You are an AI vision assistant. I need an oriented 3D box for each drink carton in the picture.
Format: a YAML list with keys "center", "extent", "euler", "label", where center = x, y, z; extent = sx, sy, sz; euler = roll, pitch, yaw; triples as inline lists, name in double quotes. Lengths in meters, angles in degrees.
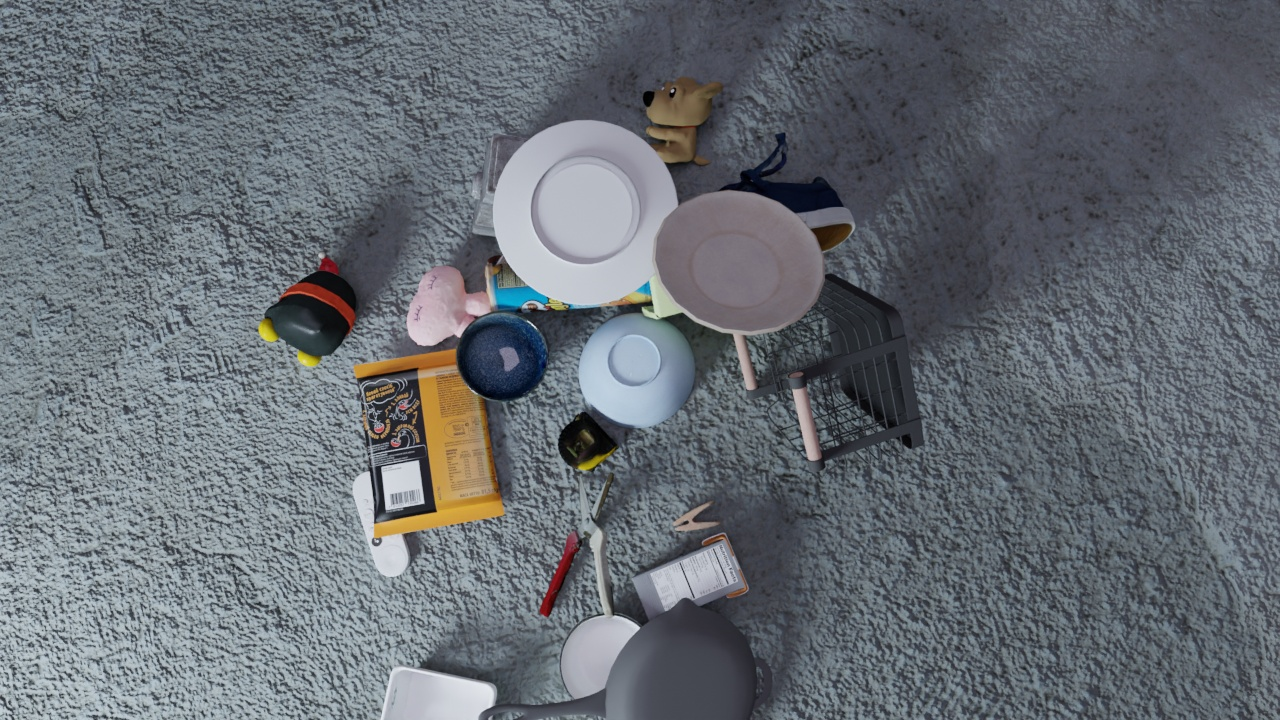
- center: [0.060, 0.266, 1.107]
  extent: [0.125, 0.048, 0.076]
  euler: [-23, 80, -1]
  label: "drink carton"

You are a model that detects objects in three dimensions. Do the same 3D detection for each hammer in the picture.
- center: [-0.049, -0.195, 1.160]
  extent: [0.326, 0.177, 0.079]
  euler: [7, 80, -15]
  label: "hammer"

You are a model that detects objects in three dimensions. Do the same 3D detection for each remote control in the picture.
- center: [-0.326, 0.205, 1.156]
  extent: [0.043, 0.013, 0.136]
  euler: [-21, 80, -1]
  label: "remote control"

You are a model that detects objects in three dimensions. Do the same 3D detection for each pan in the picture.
- center: [-0.004, 0.382, 1.028]
  extent: [0.354, 0.024, 0.216]
  euler: [1, 90, -22]
  label: "pan"

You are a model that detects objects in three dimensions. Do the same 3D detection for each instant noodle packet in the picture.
- center: [-0.268, 0.100, 1.159]
  extent: [0.160, 0.032, 0.220]
  euler: [-9, 80, -5]
  label: "instant noodle packet"

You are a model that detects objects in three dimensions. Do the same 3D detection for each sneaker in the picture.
- center: [0.120, -0.190, 1.126]
  extent: [0.294, 0.121, 0.127]
  euler: [-11, 67, -24]
  label: "sneaker"

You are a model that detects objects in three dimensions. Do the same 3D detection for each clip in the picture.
- center: [0.073, 0.201, 1.131]
  extent: [0.061, 0.024, 0.041]
  euler: [-33, 78, 7]
  label: "clip"

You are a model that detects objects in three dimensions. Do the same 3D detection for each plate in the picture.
- center: [-0.062, -0.167, 1.026]
  extent: [0.208, 0.015, 0.208]
  euler: [0, 89, 0]
  label: "plate"
- center: [0.106, -0.105, 1.006]
  extent: [0.188, 0.027, 0.188]
  euler: [2, 62, -4]
  label: "plate"

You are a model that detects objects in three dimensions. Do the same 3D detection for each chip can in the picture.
- center: [-0.077, -0.104, 1.165]
  extent: [0.229, 0.080, 0.079]
  euler: [-5, 80, 1]
  label: "chip can"

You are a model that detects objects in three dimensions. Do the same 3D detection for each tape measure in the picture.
- center: [-0.072, 0.104, 1.147]
  extent: [0.062, 0.038, 0.067]
  euler: [-42, 81, -4]
  label: "tape measure"

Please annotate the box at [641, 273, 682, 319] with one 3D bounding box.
- center: [0.099, -0.093, 1.098]
  extent: [0.188, 0.131, 0.064]
  euler: [-15, 69, -12]
  label: "box"

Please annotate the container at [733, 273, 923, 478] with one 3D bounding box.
- center: [0.203, 0.013, 1.038]
  extent: [0.130, 0.241, 0.163]
  euler: [-18, 109, -5]
  label: "container"

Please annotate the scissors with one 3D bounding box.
- center: [-0.062, 0.234, 1.093]
  extent: [0.015, 0.179, 0.199]
  euler: [23, 97, -34]
  label: "scissors"

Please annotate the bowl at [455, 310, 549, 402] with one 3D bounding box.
- center: [-0.176, -0.001, 1.155]
  extent: [0.114, 0.061, 0.114]
  euler: [2, 80, -14]
  label: "bowl"

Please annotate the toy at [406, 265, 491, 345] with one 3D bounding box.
- center: [-0.243, -0.065, 1.182]
  extent: [0.105, 0.053, 0.108]
  euler: [17, 80, -8]
  label: "toy"

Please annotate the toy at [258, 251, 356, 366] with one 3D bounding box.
- center: [-0.410, -0.066, 1.169]
  extent: [0.100, 0.097, 0.119]
  euler: [-15, 46, 42]
  label: "toy"

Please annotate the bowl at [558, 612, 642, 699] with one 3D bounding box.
- center: [-0.036, 0.355, 1.088]
  extent: [0.116, 0.066, 0.116]
  euler: [0, 80, 3]
  label: "bowl"

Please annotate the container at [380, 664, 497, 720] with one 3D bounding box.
- center: [-0.236, 0.412, 1.097]
  extent: [0.129, 0.049, 0.080]
  euler: [10, 81, 5]
  label: "container"

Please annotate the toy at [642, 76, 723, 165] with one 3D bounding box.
- center: [0.051, -0.312, 1.190]
  extent: [0.105, 0.134, 0.108]
  euler: [4, 108, -18]
  label: "toy"

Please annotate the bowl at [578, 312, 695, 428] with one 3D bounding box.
- center: [-0.007, 0.007, 1.142]
  extent: [0.150, 0.075, 0.150]
  euler: [-1, 81, 4]
  label: "bowl"
